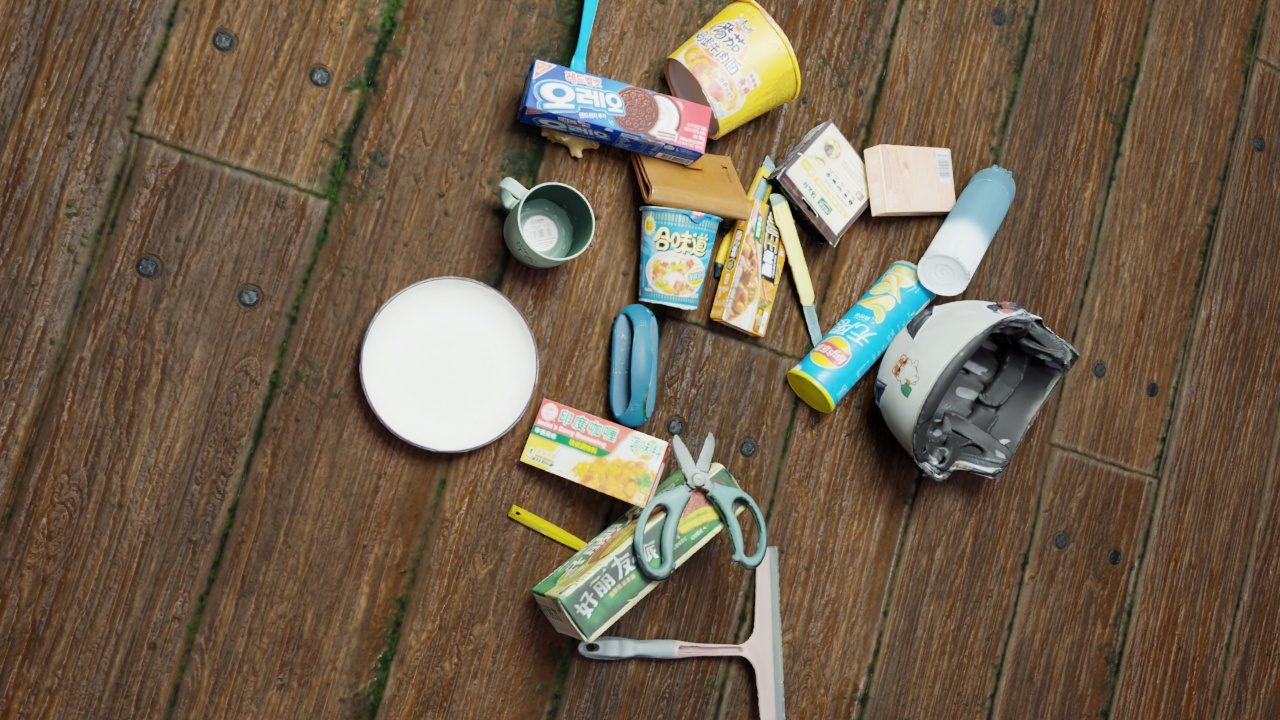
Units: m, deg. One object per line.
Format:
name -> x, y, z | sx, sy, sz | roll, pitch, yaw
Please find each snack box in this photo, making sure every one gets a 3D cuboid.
snack box -> 0.137, -0.112, 1.118 | 0.075, 0.026, 0.153 | 19, 84, -37
snack box -> -0.028, -0.271, 1.016 | 0.207, 0.057, 0.058 | 11, 85, -13
snack box -> 0.226, -0.216, 1.139 | 0.113, 0.053, 0.125 | 48, 70, -12
snack box -> -0.050, 0.104, 1.027 | 0.156, 0.027, 0.077 | 18, 82, 17
snack box -> 0.000, 0.209, 1.021 | 0.239, 0.115, 0.063 | -37, 95, -22
snack box -> 0.346, -0.229, 1.171 | 0.157, 0.026, 0.084 | -8, 92, -39

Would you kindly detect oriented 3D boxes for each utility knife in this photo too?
utility knife -> 0.197, -0.108, 1.135 | 0.030, 0.022, 0.212 | -32, 108, -30
utility knife -> 0.132, -0.177, 1.135 | 0.033, 0.015, 0.170 | 26, 81, -19

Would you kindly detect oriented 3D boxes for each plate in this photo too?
plate -> -0.210, 0.005, 1.011 | 0.192, 0.039, 0.192 | 0, 89, -18

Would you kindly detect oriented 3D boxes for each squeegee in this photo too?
squeegee -> 0.046, 0.343, 1.091 | 0.249, 0.040, 0.247 | 5, 72, -12

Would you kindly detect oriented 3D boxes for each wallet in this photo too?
wallet -> 0.058, -0.212, 1.076 | 0.131, 0.031, 0.107 | 7, 46, -24

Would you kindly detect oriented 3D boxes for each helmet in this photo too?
helmet -> 0.386, 0.019, 1.127 | 0.273, 0.157, 0.230 | 8, 113, -37

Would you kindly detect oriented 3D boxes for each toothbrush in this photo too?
toothbrush -> -0.068, 0.216, 1.066 | 0.190, 0.017, 0.015 | 31, 75, -15

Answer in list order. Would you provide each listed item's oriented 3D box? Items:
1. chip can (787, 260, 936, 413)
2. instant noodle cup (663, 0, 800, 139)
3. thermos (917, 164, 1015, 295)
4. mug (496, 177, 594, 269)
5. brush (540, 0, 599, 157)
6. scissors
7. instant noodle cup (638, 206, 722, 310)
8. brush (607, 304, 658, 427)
chip can -> 0.278, -0.031, 1.152 | 0.210, 0.071, 0.071 | -45, 102, -14
instant noodle cup -> 0.101, -0.334, 1.071 | 0.109, 0.138, 0.138 | -35, 100, -7
thermos -> 0.419, -0.169, 1.165 | 0.070, 0.070, 0.219 | 49, 53, -12
mug -> -0.114, -0.154, 1.008 | 0.111, 0.106, 0.082 | 42, 78, -13
brush -> -0.064, -0.362, 1.053 | 0.083, 0.046, 0.254 | 9, 92, -14
scissors -> 0.053, 0.170, 0.976 | 0.180, 0.019, 0.170 | -32, 95, -22
instant noodle cup -> 0.039, -0.118, 1.068 | 0.099, 0.099, 0.110 | 8, 95, -18
brush -> -0.006, 0.006, 1.058 | 0.055, 0.073, 0.144 | 4, 89, -13
